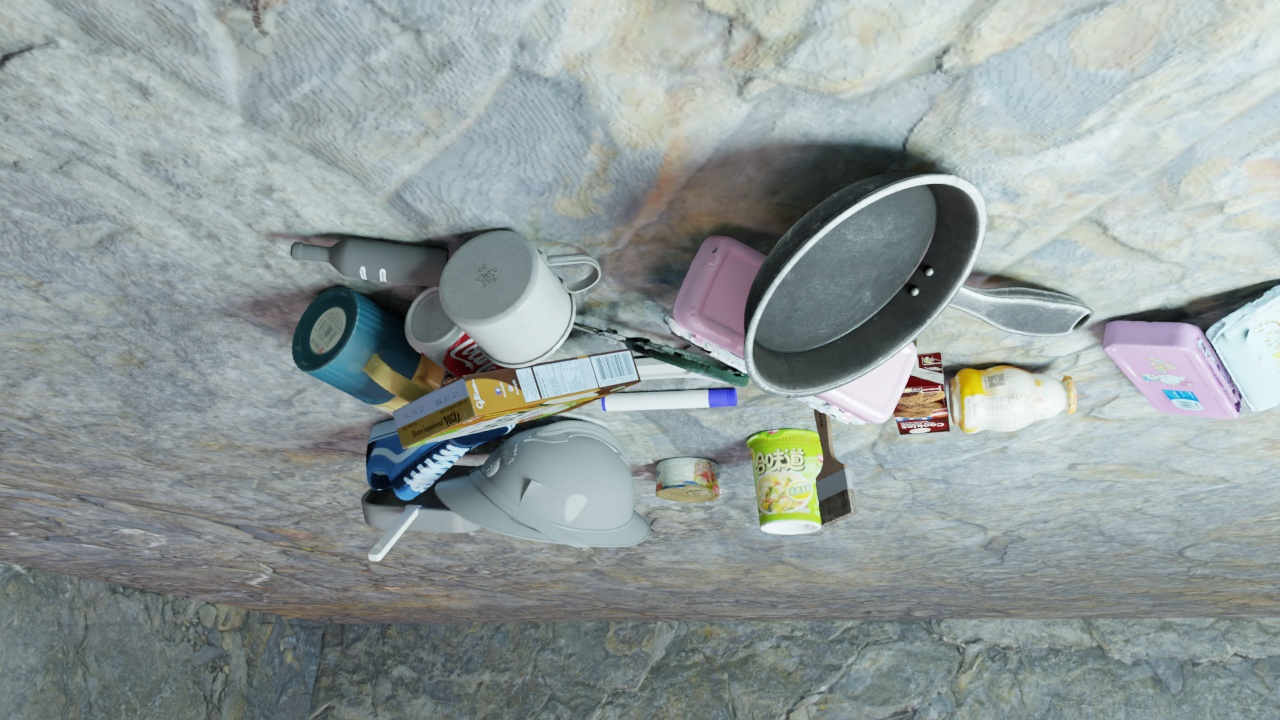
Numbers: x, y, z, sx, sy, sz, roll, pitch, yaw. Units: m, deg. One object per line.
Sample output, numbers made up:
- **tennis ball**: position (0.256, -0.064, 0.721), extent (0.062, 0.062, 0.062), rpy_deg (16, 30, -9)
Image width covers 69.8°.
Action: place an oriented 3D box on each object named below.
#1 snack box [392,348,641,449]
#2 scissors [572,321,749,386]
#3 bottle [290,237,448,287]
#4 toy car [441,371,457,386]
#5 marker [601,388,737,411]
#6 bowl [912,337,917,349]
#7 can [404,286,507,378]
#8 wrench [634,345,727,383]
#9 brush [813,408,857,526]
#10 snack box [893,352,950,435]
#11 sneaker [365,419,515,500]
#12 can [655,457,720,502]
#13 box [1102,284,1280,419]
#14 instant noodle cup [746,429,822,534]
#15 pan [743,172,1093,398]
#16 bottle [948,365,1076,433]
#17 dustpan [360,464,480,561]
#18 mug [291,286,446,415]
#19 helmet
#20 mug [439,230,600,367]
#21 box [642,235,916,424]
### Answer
- **snack box**: position (-0.099, 0.030, 0.769), extent (0.101, 0.031, 0.185), rpy_deg (-23, 171, 41)
- **scissors**: position (0.009, -0.012, 0.788), extent (0.210, 0.015, 0.146), rpy_deg (20, -174, 22)
- **bottle**: position (-0.203, -0.076, 0.687), extent (0.113, 0.030, 0.030), rpy_deg (6, 157, -9)
- **toy car**: position (-0.156, 0.012, 0.864), extent (0.049, 0.040, 0.112), rpy_deg (-7, 180, 34)
- **marker**: position (0.030, 0.041, 0.965), extent (0.142, 0.020, 0.020), rpy_deg (-3, 157, 12)
- **bowl**: position (0.184, 0.005, 0.813), extent (0.121, 0.056, 0.121), rpy_deg (2, 158, 1)
- **can**: position (-0.146, -0.018, 0.777), extent (0.064, 0.064, 0.105), rpy_deg (-7, 156, 20)
- **wrench**: position (-0.005, 0.005, 0.883), extent (0.274, 0.018, 0.087), rpy_deg (-3, 157, 16)
- **brush**: position (0.183, 0.089, 0.901), extent (0.008, 0.142, 0.045), rpy_deg (14, 147, -29)
- **snack box**: position (0.276, 0.036, 0.910), extent (0.051, 0.031, 0.141), rpy_deg (-6, 156, 19)
- **sneaker**: position (-0.230, 0.109, 1.047), extent (0.242, 0.098, 0.083), rpy_deg (-17, 151, 38)
- **can**: position (0.063, 0.160, 1.214), extent (0.086, 0.043, 0.086), rpy_deg (2, 158, 1)
- **box**: position (0.505, 0.001, 0.795), extent (0.150, 0.048, 0.214), rpy_deg (-20, 149, 35)
- **instant noodle cup**: position (0.176, 0.147, 1.090), extent (0.099, 0.107, 0.099), rpy_deg (1, 158, 0)
- **pan**: position (0.214, -0.047, 0.656), extent (0.356, 0.055, 0.188), rpy_deg (-1, 134, -37)
- **bottle**: position (0.348, 0.036, 0.863), extent (0.109, 0.063, 0.063), rpy_deg (-5, 157, 15)
- **dustpan**: position (-0.255, 0.173, 1.090), extent (0.163, 0.033, 0.257), rpy_deg (1, -158, 12)
- **mug**: position (-0.222, 0.000, 0.780), extent (0.113, 0.083, 0.107), rpy_deg (36, 178, 40)
- **helmet**: position (-0.093, 0.124, 1.057), extent (0.270, 0.118, 0.183), rpy_deg (13, -169, -35)
- **mug**: position (-0.086, -0.053, 0.681), extent (0.113, 0.084, 0.070), rpy_deg (-31, 150, 3)
- **box**: position (0.105, -0.019, 0.721), extent (0.201, 0.087, 0.103), rpy_deg (26, 174, -21)
